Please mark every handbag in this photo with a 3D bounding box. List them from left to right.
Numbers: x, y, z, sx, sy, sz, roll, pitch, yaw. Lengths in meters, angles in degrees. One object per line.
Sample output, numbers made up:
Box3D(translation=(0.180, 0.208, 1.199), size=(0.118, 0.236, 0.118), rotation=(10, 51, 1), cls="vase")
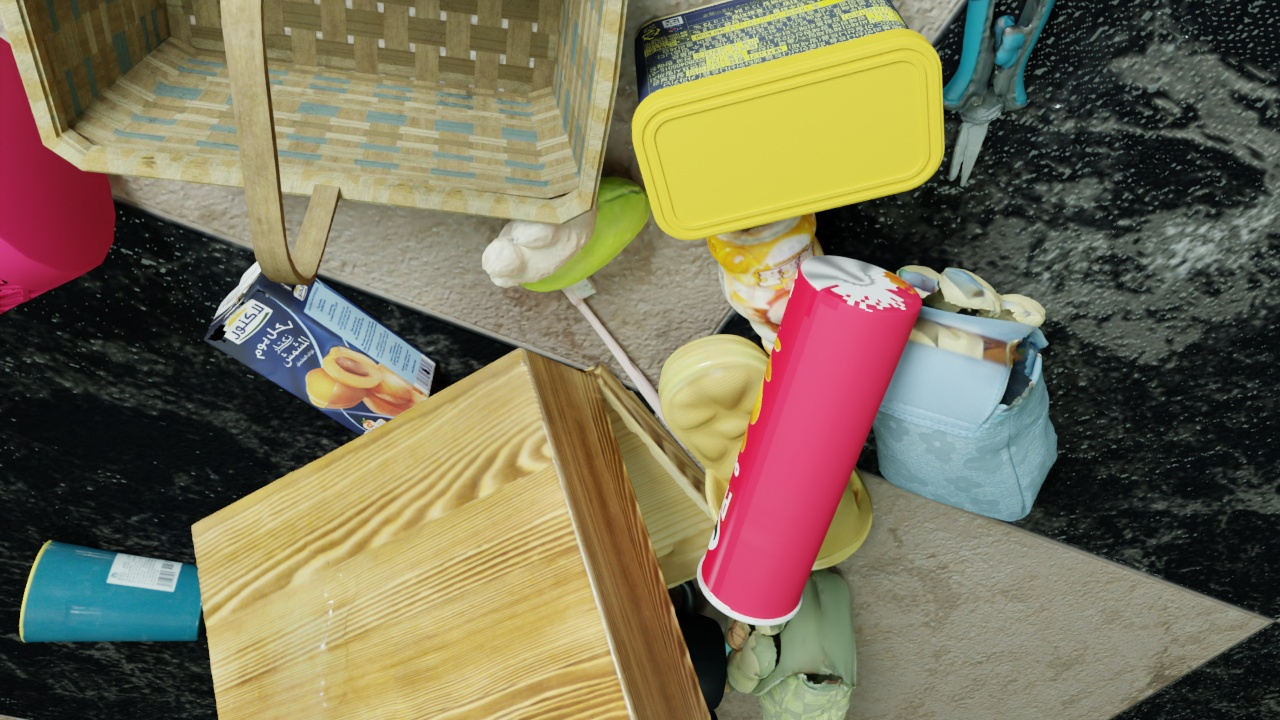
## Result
Box3D(translation=(0.123, 0.268, 0.800), size=(0.117, 0.113, 0.187), rotation=(5, 132, 3), cls="handbag")
Box3D(translation=(0.206, 0.016, 0.585), size=(0.122, 0.118, 0.192), rotation=(16, 156, 38), cls="handbag")

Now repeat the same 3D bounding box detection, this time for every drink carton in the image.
Box3D(translation=(-0.203, -0.006, 0.588), size=(0.064, 0.040, 0.130), rotation=(-36, 124, 25), cls="drink carton")

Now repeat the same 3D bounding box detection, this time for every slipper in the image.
Box3D(translation=(0.097, 0.088, 0.639), size=(0.100, 0.078, 0.263), rotation=(-25, 130, 15), cls="slipper")

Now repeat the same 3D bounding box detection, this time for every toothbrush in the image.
Box3D(translation=(-0.004, 0.004, 0.622), size=(0.018, 0.015, 0.181), rotation=(-26, 127, 12), cls="toothbrush")

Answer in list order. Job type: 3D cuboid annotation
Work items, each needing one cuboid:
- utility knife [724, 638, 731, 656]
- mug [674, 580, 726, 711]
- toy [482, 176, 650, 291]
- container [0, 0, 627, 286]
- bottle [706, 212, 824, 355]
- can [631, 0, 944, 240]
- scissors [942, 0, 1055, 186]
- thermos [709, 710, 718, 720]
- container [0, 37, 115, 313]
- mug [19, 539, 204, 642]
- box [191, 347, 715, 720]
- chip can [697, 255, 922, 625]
Box3D(translation=(0.045, 0.244, 0.835), size=(0.022, 0.015, 0.179), rotation=(-42, 122, 14), cls="utility knife")
Box3D(translation=(0.021, 0.240, 0.782), size=(0.094, 0.085, 0.121), rotation=(5, 92, -11), cls="mug")
Box3D(translation=(-0.043, -0.069, 0.505), size=(0.092, 0.115, 0.046), rotation=(-34, 86, 27), cls="toy")
Box3D(translation=(-0.133, -0.133, 0.382), size=(0.250, 0.186, 0.158), rotation=(5, 131, -7), cls="container")
Box3D(translation=(0.080, -0.049, 0.548), size=(0.063, 0.063, 0.108), rotation=(-15, 132, 10), cls="bottle")
Box3D(translation=(0.065, -0.129, 0.449), size=(0.135, 0.104, 0.075), rotation=(-12, 131, 8), cls="can")
Box3D(translation=(0.193, -0.161, 0.485), size=(0.128, 0.019, 0.141), rotation=(35, 123, -29), cls="scissors")
Box3D(translation=(-0.020, 0.311, 0.861), size=(0.061, 0.061, 0.231), rotation=(-34, 124, 24), cls="thermos")
Box3D(translation=(-0.403, -0.067, 0.450), size=(0.226, 0.183, 0.183), rotation=(-18, 130, 3), cls="container")
Box3D(translation=(-0.411, 0.188, 0.730), size=(0.121, 0.078, 0.078), rotation=(10, 130, -18), cls="mug")
Box3D(translation=(-0.092, 0.153, 0.660), size=(0.280, 0.281, 0.315), rotation=(-27, 159, 20), cls="box")
Box3D(translation=(0.093, 0.051, 0.538), size=(0.069, 0.069, 0.221), rotation=(8, 120, -10), cls="chip can")
